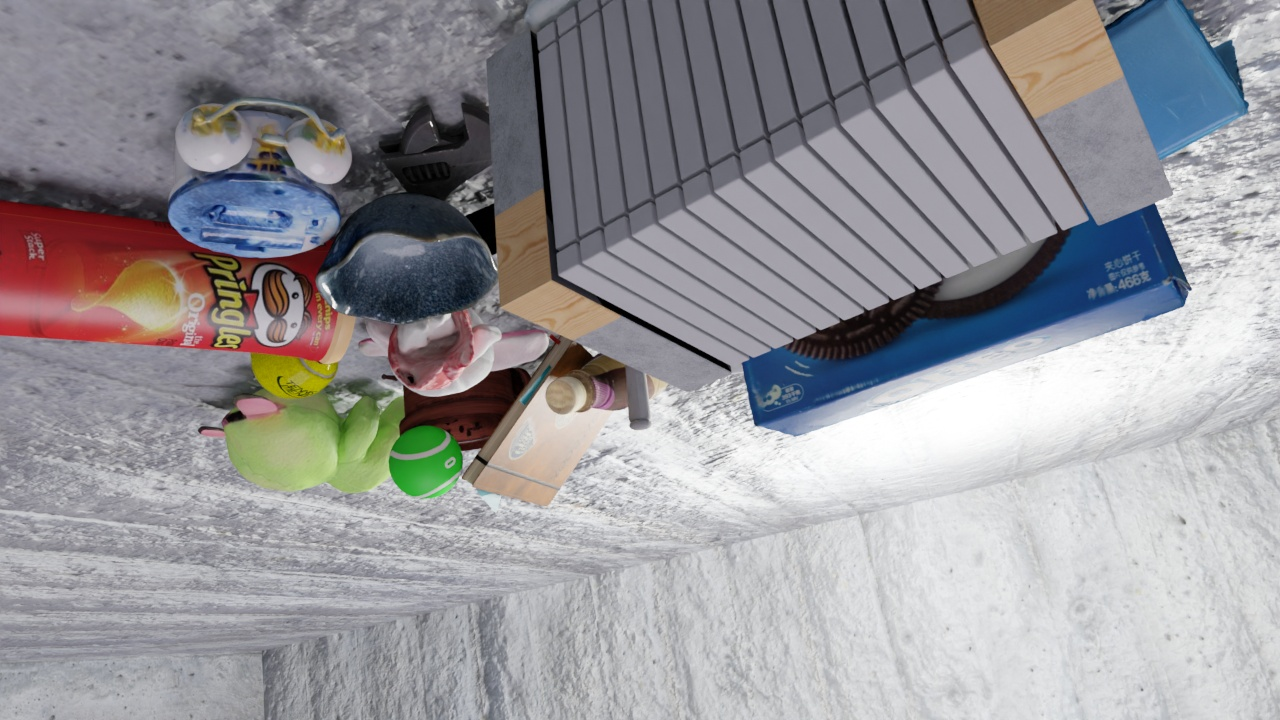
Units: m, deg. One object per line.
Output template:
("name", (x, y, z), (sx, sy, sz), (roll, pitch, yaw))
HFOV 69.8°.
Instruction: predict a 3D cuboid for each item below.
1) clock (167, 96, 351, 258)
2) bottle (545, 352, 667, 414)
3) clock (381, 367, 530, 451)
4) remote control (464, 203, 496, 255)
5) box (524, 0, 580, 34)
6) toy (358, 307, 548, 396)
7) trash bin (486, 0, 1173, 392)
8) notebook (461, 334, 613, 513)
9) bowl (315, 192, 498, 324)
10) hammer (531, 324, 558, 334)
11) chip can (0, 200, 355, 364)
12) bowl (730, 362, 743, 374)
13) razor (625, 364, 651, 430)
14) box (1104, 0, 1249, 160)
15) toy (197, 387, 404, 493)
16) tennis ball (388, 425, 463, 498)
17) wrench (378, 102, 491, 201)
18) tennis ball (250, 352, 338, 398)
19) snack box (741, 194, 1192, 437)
("clock", (-0.209, -0.103, 0.506), (0.088, 0.052, 0.126), (2, 157, -31))
("bottle", (-0.032, 0.021, 0.867), (0.060, 0.059, 0.165), (-22, 177, 29))
("clock", (-0.171, 0.042, 0.903), (0.121, 0.072, 0.157), (-16, 159, 14))
("remote control", (-0.126, -0.076, 0.625), (0.150, 0.022, 0.047), (-19, 165, 18))
("box", (0.071, -0.178, 0.474), (0.210, 0.045, 0.191), (-20, 159, 24))
("toy", (-0.156, -0.014, 0.711), (0.159, 0.084, 0.194), (-1, 174, -2))
("trash bin", (0.070, -0.108, 0.417), (0.248, 0.142, 0.142), (-24, 150, 31))
("notebook", (-0.093, 0.074, 0.923), (0.178, 0.014, 0.249), (-55, 163, -4))
("bowl", (-0.144, -0.069, 0.569), (0.110, 0.055, 0.110), (-11, 158, -5))
("hammer", (0.078, -0.035, 0.682), (0.322, 0.043, 0.156), (-3, 149, 9))
("chip can", (-0.293, -0.047, 0.569), (0.213, 0.087, 0.087), (4, 156, -35))
("bowl", (0.092, -0.047, 0.799), (0.176, 0.066, 0.177), (-9, 161, -3))
("razor", (-0.005, 0.005, 0.820), (0.047, 0.116, 0.088), (-12, 162, 20))
("box", (0.275, -0.158, 0.633), (0.232, 0.094, 0.111), (-32, -166, 44))
("toy", (-0.320, 0.082, 0.903), (0.151, 0.107, 0.196), (-25, 165, 40))
("tennis ball", (-0.192, 0.091, 0.823), (0.065, 0.065, 0.065), (-10, 161, -4))
("wrench", (-0.152, -0.092, 0.624), (0.073, 0.018, 0.274), (-2, 161, -24))
("tennis ball", (-0.276, -0.002, 0.734), (0.065, 0.065, 0.065), (-10, 161, -4))
("snack box", (0.160, -0.082, 0.544), (0.239, 0.195, 0.056), (-24, 155, 32))
